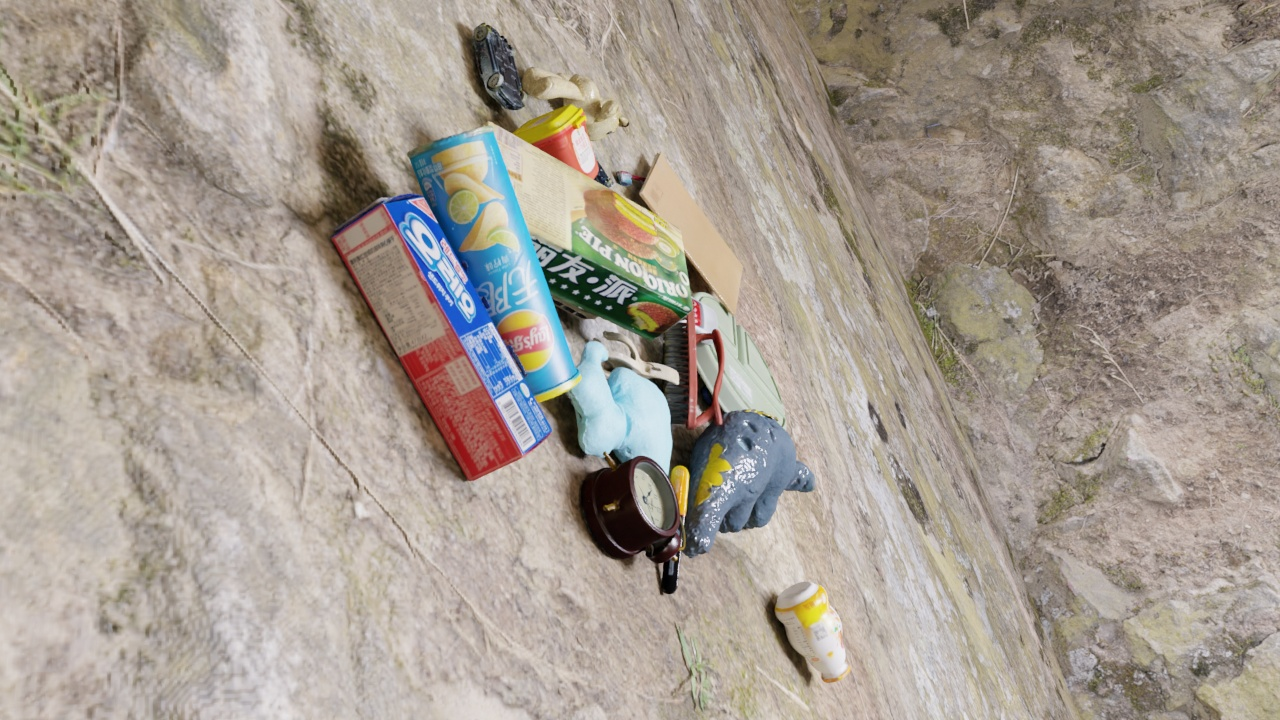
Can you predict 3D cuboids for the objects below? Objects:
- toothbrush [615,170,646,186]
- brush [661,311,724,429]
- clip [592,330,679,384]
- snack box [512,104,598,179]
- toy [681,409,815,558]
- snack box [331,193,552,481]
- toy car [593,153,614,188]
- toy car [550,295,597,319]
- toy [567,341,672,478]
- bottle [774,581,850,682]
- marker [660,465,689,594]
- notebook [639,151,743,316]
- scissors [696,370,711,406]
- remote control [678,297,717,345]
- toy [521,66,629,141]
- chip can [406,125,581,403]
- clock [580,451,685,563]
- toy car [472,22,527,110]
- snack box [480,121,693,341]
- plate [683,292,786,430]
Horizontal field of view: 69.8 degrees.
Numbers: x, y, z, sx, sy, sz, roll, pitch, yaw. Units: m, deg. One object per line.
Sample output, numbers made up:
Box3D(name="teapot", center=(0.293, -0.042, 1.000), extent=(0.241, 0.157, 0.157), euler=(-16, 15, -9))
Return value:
Box3D(name="toothbrush", center=(0.013, -0.238, 1.247), extent=(0.187, 0.016, 0.017), euler=(-7, 81, -64))
Box3D(name="brush", center=(0.058, 0.016, 1.009), extent=(0.063, 0.069, 0.145), euler=(92, 0, -45))
Box3D(name="clip", center=(-0.010, 0.008, 0.937), extent=(0.099, 0.070, 0.034), euler=(32, 38, -39))
Box3D(name="snack box", center=(-0.087, -0.211, 0.949), extent=(0.080, 0.082, 0.091), euler=(65, 23, -22))
Box3D(name="toy", center=(0.120, 0.123, 1.023), extent=(0.355, 0.092, 0.138), euler=(-1, 80, -61))
Box3D(name="snack box", center=(-0.143, -0.018, 0.673), extent=(0.207, 0.058, 0.057), euler=(62, 25, -6))
Box3D(name="toy car", center=(-0.058, -0.204, 1.050), extent=(0.043, 0.034, 0.090), euler=(52, 25, -18))
Box3D(name="toy car", center=(-0.075, -0.072, 0.888), extent=(0.090, 0.035, 0.042), euler=(30, 39, -33))
Box3D(name="toy", center=(-0.013, 0.054, 0.865), extent=(0.155, 0.050, 0.161), euler=(-26, 103, -56))
Box3D(name="bottle", center=(0.196, 0.305, 1.029), extent=(0.108, 0.063, 0.063), euler=(63, 25, -3))
Box3D(name="marker", center=(0.033, 0.158, 0.866), extent=(0.015, 0.018, 0.123), euler=(71, 23, -62))
Box3D(name="notebook", center=(0.074, -0.175, 1.258), extent=(0.211, 0.012, 0.149), euler=(51, 27, -20))
Box3D(name="scissors", center=(0.092, 0.001, 1.177), extent=(0.126, 0.012, 0.173), euler=(50, 26, -28))
Box3D(name="remote control", center=(0.036, -0.066, 1.072), extent=(0.136, 0.020, 0.055), euler=(28, 38, -24))
Box3D(name="toy", center=(-0.078, -0.306, 1.089), extent=(0.105, 0.066, 0.157), euler=(28, 10, 32))
Box3D(name="chip can", center=(-0.112, -0.071, 0.718), extent=(0.071, 0.071, 0.210), euler=(-44, 118, -64))
Box3D(name="clock", center=(0.000, 0.133, 0.812), extent=(0.122, 0.055, 0.081), euler=(39, 34, -38))
Box3D(name="toy car", center=(-0.151, -0.306, 0.967), extent=(0.049, 0.031, 0.105), euler=(21, 47, -55))
Box3D(name="snack box", center=(-0.061, -0.116, 0.856), extent=(0.240, 0.063, 0.114), euler=(23, 45, -35))
Box3D(name="plate", center=(0.124, 0.008, 1.184), extent=(0.230, 0.028, 0.229), euler=(46, 24, -28))
